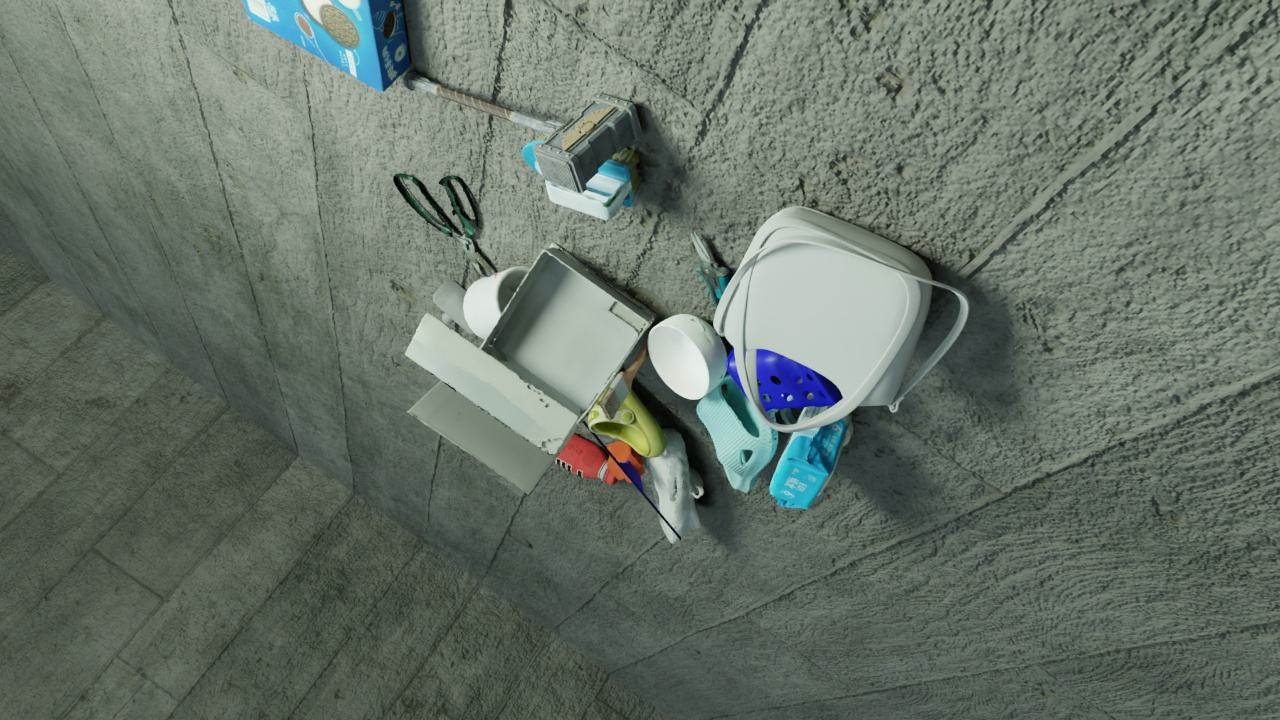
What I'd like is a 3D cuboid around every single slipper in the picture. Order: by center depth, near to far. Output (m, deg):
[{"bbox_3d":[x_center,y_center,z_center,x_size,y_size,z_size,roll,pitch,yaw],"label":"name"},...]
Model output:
[{"bbox_3d":[0.120,0.099,1.179,0.277,0.069,0.116,93,157,-62],"label":"slipper"},{"bbox_3d":[-0.045,0.076,1.325,0.190,0.081,0.092,49,156,5],"label":"slipper"},{"bbox_3d":[0.058,0.195,1.427,0.112,0.074,0.247,38,152,37],"label":"slipper"}]

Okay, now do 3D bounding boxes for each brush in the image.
[{"bbox_3d":[-0.071,-0.197,0.964,0.136,0.075,0.055,22,149,23],"label":"brush"},{"bbox_3d":[-0.007,0.006,1.133,0.008,0.142,0.045,24,159,24],"label":"brush"}]

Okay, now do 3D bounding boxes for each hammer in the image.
[{"bbox_3d":[-0.150,-0.262,0.961,0.322,0.098,0.044,27,152,33],"label":"hammer"}]

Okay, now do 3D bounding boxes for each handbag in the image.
[{"bbox_3d":[0.172,-0.015,0.873,0.216,0.095,0.223,26,121,16],"label":"handbag"}]

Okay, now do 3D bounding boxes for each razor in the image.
[{"bbox_3d":[-0.290,-0.075,1.437,0.088,0.047,0.116,43,159,-13],"label":"razor"}]

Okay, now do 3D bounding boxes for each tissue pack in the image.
[{"bbox_3d":[0.203,0.114,1.092,0.062,0.092,0.145,24,151,7],"label":"tissue pack"}]

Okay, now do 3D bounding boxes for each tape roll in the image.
[{"bbox_3d":[0.216,0.074,1.129,0.093,0.013,0.093,27,151,16],"label":"tape roll"}]

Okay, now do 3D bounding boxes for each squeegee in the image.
[{"bbox_3d":[-0.025,0.157,1.441,0.249,0.055,0.185,52,173,-13],"label":"squeegee"}]

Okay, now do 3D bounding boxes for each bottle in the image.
[{"bbox_3d":[-0.114,0.159,1.575,0.177,0.062,0.062,27,151,17],"label":"bottle"}]

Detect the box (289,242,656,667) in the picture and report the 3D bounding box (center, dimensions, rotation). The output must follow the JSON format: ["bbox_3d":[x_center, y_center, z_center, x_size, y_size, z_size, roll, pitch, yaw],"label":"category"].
[{"bbox_3d":[-0.183,0.094,1.082,0.167,0.505,0.149,34,157,0],"label":"box"}]

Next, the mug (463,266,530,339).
[{"bbox_3d":[-0.169,-0.073,1.261,0.121,0.091,0.090,13,167,-36],"label":"mug"}]

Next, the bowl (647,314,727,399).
[{"bbox_3d":[0.063,-0.009,1.112,0.105,0.054,0.105,37,145,32],"label":"bowl"}]

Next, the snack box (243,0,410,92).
[{"bbox_3d":[-0.341,-0.418,0.943,0.195,0.056,0.239,30,151,10],"label":"snack box"}]

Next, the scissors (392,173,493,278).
[{"bbox_3d":[-0.268,-0.186,1.263,0.155,0.015,0.210,20,147,23],"label":"scissors"}]

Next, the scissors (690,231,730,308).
[{"bbox_3d":[0.093,-0.081,1.017,0.139,0.019,0.129,41,159,5],"label":"scissors"}]

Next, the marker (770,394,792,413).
[{"bbox_3d":[0.166,0.050,1.120,0.017,0.020,0.134,19,161,-2],"label":"marker"}]

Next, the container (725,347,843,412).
[{"bbox_3d":[0.170,0.002,0.995,0.114,0.084,0.085,-8,129,51],"label":"container"}]
